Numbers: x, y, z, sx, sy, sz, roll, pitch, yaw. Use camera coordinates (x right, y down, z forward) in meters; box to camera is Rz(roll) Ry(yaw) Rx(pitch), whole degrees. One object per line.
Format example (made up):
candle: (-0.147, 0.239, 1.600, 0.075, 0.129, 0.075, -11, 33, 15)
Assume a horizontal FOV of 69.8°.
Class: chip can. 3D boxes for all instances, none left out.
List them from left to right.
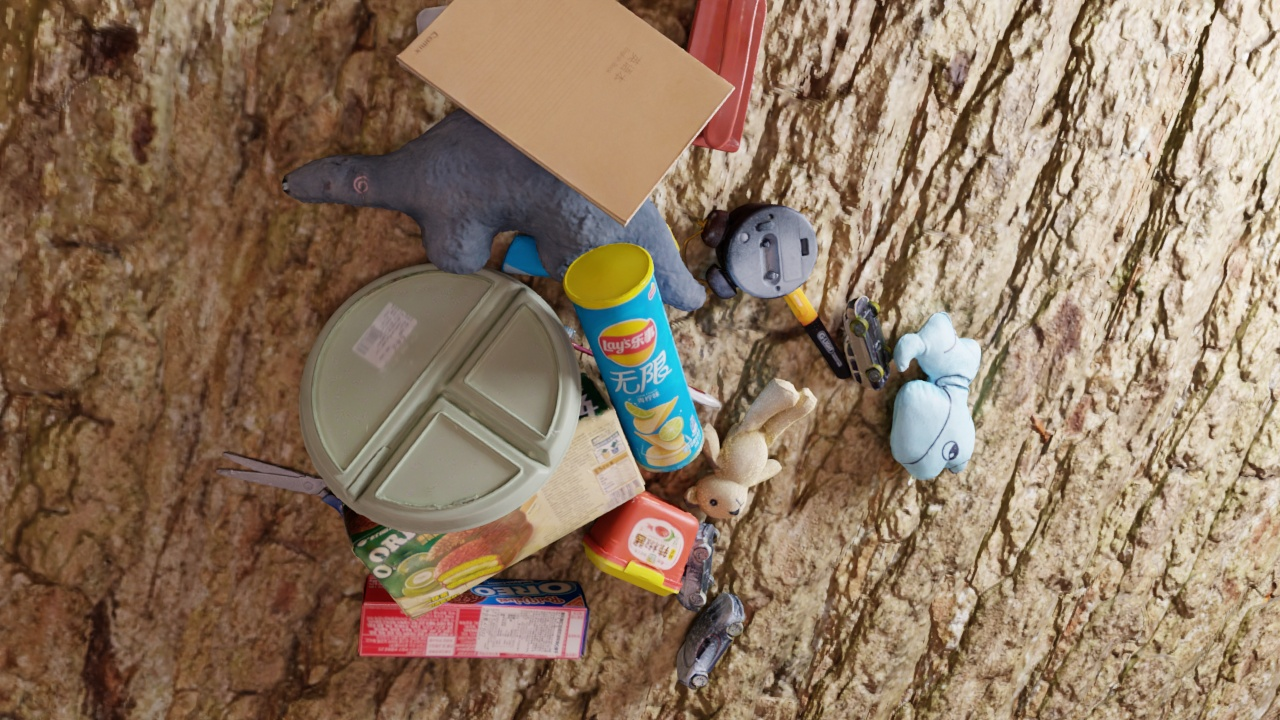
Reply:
chip can: (-0.001, 0.004, 0.772, 0.071, 0.071, 0.210, -23, 133, -5)

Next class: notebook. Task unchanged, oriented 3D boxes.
notebook: (-0.054, -0.218, 0.698, 0.211, 0.012, 0.149, 36, 74, 2)

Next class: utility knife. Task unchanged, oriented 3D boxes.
utility knife: (-0.040, -0.084, 0.804, 0.161, 0.018, 0.034, 6, 91, -15)

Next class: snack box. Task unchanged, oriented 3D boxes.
snack box: (-0.154, 0.241, 0.859, 0.207, 0.057, 0.058, 6, 103, -14)
snack box: (-0.122, 0.118, 0.795, 0.240, 0.063, 0.114, -28, 132, -7)
snack box: (0.002, 0.165, 0.862, 0.091, 0.082, 0.080, 27, 86, -20)

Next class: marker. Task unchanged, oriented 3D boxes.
marker: (0.166, -0.029, 0.869, 0.018, 0.015, 0.124, -35, 113, 4)

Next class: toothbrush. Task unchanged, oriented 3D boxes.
toothbrush: (-0.005, 0.005, 0.841, 0.187, 0.016, 0.017, 23, 91, -18)

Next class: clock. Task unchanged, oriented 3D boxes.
clock: (0.097, -0.097, 0.810, 0.122, 0.055, 0.082, -11, 110, -8)

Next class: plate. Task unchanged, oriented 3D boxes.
plate: (-0.162, 0.024, 0.740, 0.230, 0.027, 0.230, 1, 74, -2)

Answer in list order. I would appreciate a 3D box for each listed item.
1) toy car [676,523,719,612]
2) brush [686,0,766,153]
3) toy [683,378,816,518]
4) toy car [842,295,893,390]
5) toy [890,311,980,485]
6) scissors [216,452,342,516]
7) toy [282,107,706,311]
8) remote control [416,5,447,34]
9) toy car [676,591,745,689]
toy car: (0.056, 0.202, 0.903, 0.034, 0.042, 0.091, 13, 112, 18)
brush: (0.068, -0.247, 0.750, 0.063, 0.069, 0.146, 8, 105, -16)
toy: (0.105, 0.085, 0.863, 0.105, 0.066, 0.157, 24, 109, -36)
toy car: (0.212, -0.017, 0.868, 0.035, 0.042, 0.090, -5, 117, 35)
toy: (0.287, 0.045, 0.898, 0.161, 0.050, 0.156, 36, 86, -28)
scissors: (-0.280, 0.103, 0.812, 0.126, 0.012, 0.173, -43, 110, 4)
toy: (-0.099, -0.133, 0.739, 0.356, 0.091, 0.138, 11, 113, -14)
remote control: (-0.108, -0.259, 0.733, 0.136, 0.020, 0.056, -12, 110, -9)
toy car: (0.067, 0.282, 0.924, 0.031, 0.049, 0.105, 30, 98, -16)
